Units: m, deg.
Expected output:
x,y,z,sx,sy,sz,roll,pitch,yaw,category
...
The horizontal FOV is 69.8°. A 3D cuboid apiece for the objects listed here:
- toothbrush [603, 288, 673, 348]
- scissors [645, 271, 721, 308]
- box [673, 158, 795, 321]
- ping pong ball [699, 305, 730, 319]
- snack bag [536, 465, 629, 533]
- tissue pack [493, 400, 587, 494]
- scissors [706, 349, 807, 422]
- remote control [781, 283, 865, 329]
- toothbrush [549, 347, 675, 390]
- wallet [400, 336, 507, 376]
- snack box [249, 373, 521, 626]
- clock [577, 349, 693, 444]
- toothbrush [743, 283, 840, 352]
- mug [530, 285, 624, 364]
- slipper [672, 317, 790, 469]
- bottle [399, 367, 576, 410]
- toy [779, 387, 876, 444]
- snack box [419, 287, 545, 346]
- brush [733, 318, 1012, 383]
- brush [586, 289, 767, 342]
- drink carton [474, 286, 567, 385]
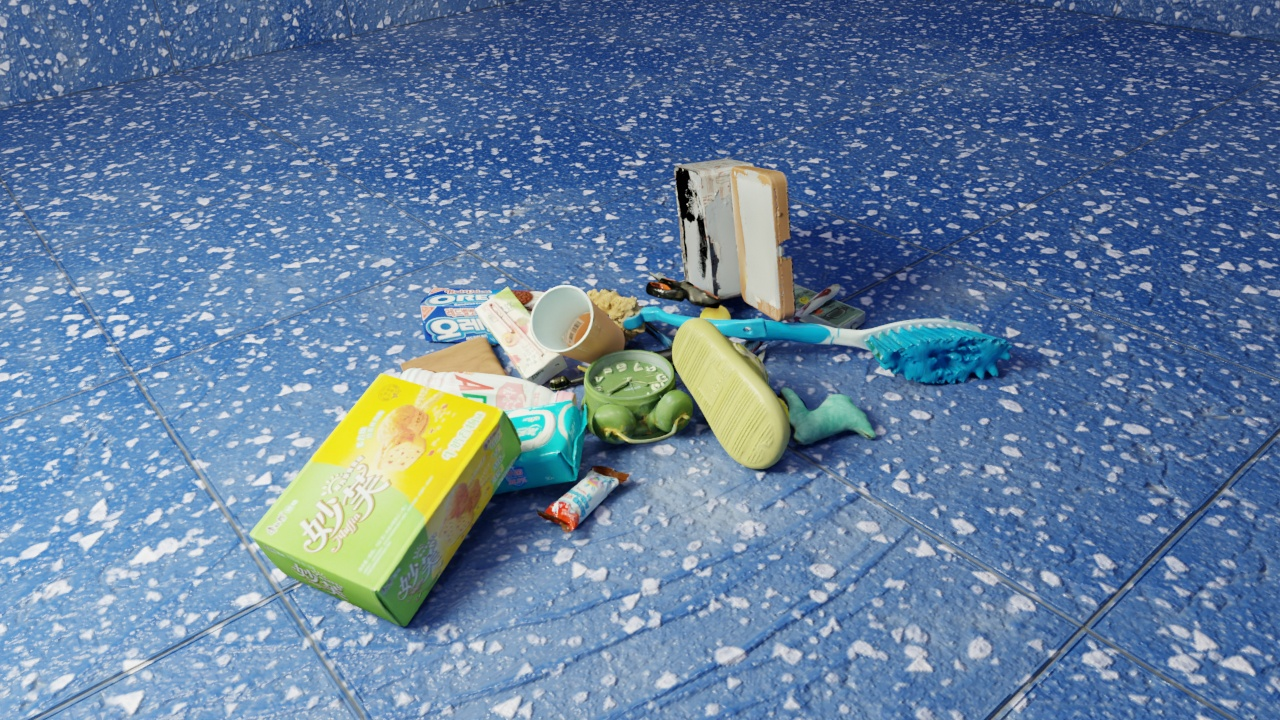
x,y,z,sx,sy,sz,roll,pitch,yaw,category
0.000,-0.055,1.221,0.016,0.014,0.189,3,25,-38,toothbrush
0.027,-0.105,1.221,0.148,0.022,0.235,4,14,-34,scissors
0.124,-0.161,1.173,0.082,0.177,0.259,-11,19,-12,box
0.096,-0.052,1.180,0.040,0.040,0.040,-2,33,1,ping pong ball
-0.056,0.137,0.915,0.045,0.026,0.105,11,32,33,snack bag
-0.119,0.090,0.954,0.133,0.050,0.093,-10,33,9,tissue pack
0.127,0.034,1.073,0.162,0.012,0.174,22,39,36,scissors
0.227,-0.070,1.218,0.056,0.019,0.135,-28,41,-33,remote control
-0.007,0.007,1.110,0.212,0.027,0.026,-13,64,-9,toothbrush
-0.229,0.015,1.126,0.115,0.020,0.101,-17,36,-16,wallet
-0.233,0.122,0.864,0.158,0.070,0.209,14,53,25,snack box
-0.006,0.046,1.024,0.116,0.056,0.161,-12,34,-12,clock
0.194,-0.057,1.170,0.187,0.017,0.016,-33,44,-28,toothbrush
-0.068,-0.033,1.078,0.078,0.078,0.122,13,-8,23,mug
0.109,0.027,0.989,0.081,0.092,0.190,-10,51,-36,slipper
-0.171,0.049,1.028,0.197,0.068,0.068,5,34,5,bottle
0.197,0.060,1.002,0.091,0.030,0.096,-18,54,-19,toy
-0.181,-0.056,1.196,0.207,0.058,0.057,2,30,8,snack box
0.270,-0.020,1.092,0.314,0.061,0.109,-2,26,-7,brush
0.033,-0.048,1.122,0.255,0.083,0.045,7,43,29,brush
-0.146,-0.029,1.112,0.053,0.045,0.122,-35,67,-10,drink carton
